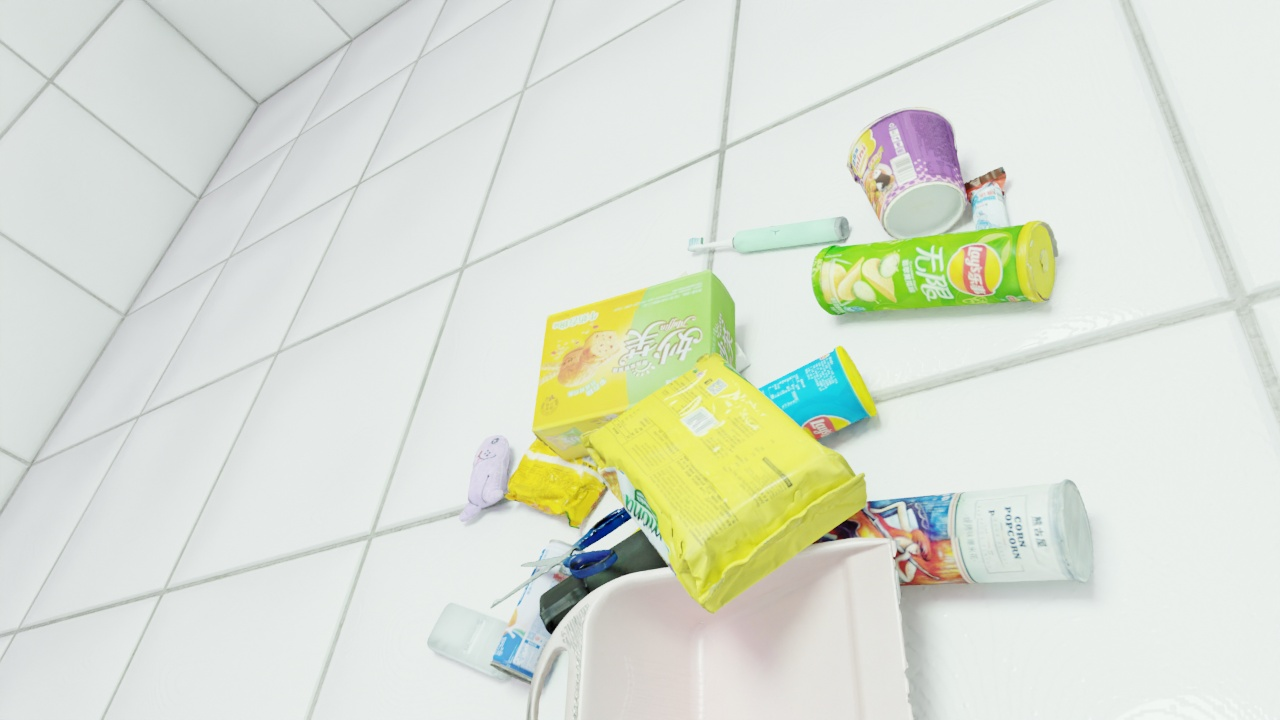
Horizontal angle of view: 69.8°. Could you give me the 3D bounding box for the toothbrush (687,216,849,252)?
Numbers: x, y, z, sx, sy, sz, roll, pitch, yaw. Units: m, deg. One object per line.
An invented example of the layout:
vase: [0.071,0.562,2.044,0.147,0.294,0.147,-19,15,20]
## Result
toothbrush: [0.142,-0.143,1.078,0.225,0.026,0.027,-2,76,43]

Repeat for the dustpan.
dustpan: [0.049,0.248,0.662,0.274,0.138,0.222,-33,43,39]

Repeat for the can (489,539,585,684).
can: [-0.096,0.248,0.908,0.053,0.053,0.134,-1,55,43]

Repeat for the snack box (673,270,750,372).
snack box: [0.052,-0.027,1.031,0.085,0.027,0.156,-36,45,7]

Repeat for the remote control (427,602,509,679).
remote control: [-0.173,0.294,0.965,0.136,0.020,0.055,1,55,44]

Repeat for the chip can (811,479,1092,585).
chip can: [0.220,0.137,0.700,0.215,0.071,0.071,-13,47,37]

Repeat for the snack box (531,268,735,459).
snack box: [-0.006,0.006,0.976,0.210,0.070,0.157,-14,52,24]

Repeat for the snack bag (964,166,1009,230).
snack bag: [0.338,-0.142,0.891,0.048,0.026,0.104,-27,38,41]

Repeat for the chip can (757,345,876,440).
chip can: [0.111,0.064,0.864,0.211,0.071,0.071,-28,40,17]

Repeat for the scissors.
scissors: [-0.063,0.181,0.848,0.172,0.012,0.162,-32,8,-18]

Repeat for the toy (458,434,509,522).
toy: [-0.185,0.138,1.111,0.084,0.039,0.107,-35,37,32]

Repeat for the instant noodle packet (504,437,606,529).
instant noodle packet: [-0.084,0.124,1.024,0.129,0.044,0.110,10,64,47]

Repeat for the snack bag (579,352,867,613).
snack bag: [0.058,0.082,0.753,0.158,0.068,0.246,-33,34,-9]

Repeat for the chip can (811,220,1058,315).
chip can: [0.267,-0.083,0.863,0.222,0.072,0.072,-1,54,43]

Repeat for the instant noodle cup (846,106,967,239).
instant noodle cup: [0.276,-0.182,0.930,0.112,0.111,0.099,-25,50,24]

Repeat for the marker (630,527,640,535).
marker: [0.019,0.161,0.916,0.124,0.015,0.018,-41,38,0]

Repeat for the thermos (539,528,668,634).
thermos: [0.021,0.176,0.821,0.243,0.090,0.068,-33,73,6]
